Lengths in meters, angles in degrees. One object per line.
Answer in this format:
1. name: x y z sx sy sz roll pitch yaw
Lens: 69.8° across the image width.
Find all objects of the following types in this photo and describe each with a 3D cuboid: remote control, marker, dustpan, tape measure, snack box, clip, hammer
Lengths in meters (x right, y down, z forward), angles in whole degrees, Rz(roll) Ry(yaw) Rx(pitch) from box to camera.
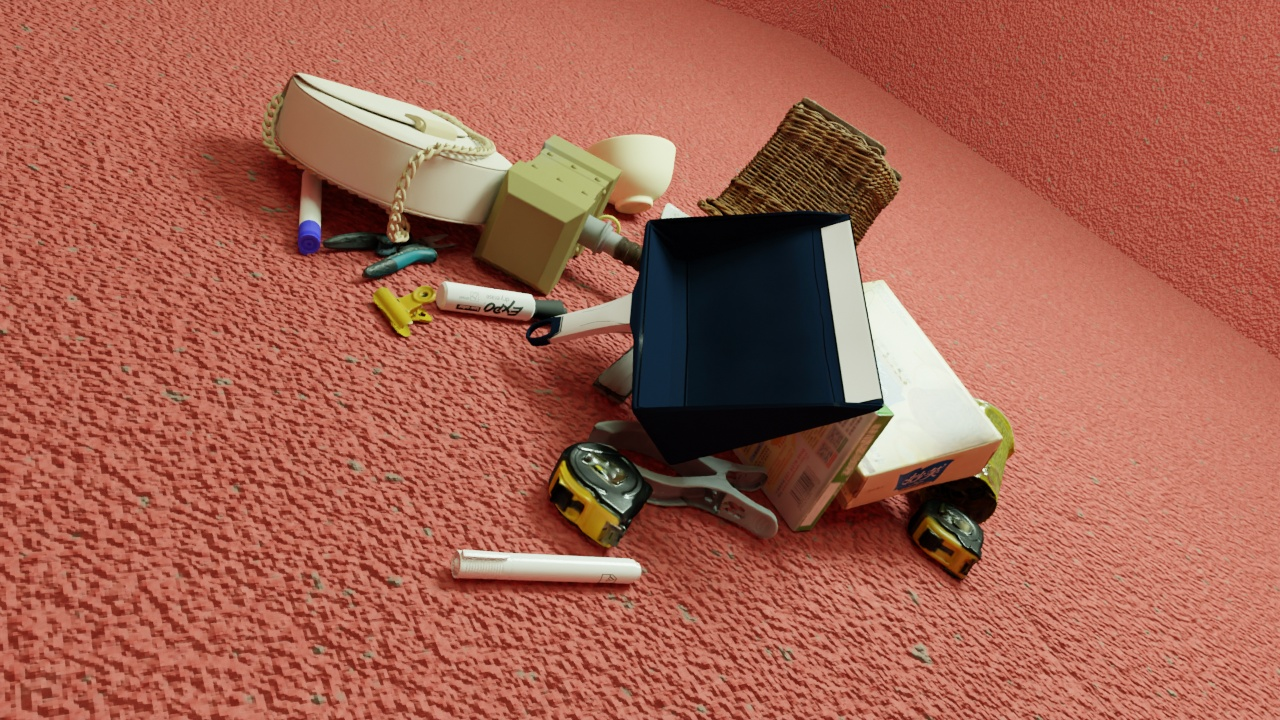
1. remote control: -0.005 0.005 0.863 0.033 0.013 0.136 30 30 8
2. marker: -0.057 0.134 0.597 0.133 0.020 0.017 10 37 -29
3. marker: -0.124 -0.052 0.844 0.125 0.025 0.025 7 34 -33
4. marker: -0.304 -0.140 0.844 0.020 0.020 0.141 12 31 -26
5. dustpan: 0.041 -0.036 0.760 0.080 0.274 0.235 55 27 -39
6. tape measure: -0.030 0.093 0.667 0.072 0.042 0.071 30 32 11
7. snack box: 0.205 0.023 0.841 0.153 0.055 0.207 -11 53 -23
8. snack box: 0.126 0.041 0.789 0.027 0.132 0.168 4 36 -37
9. tape measure: 0.278 0.154 0.830 0.062 0.038 0.067 34 30 13
10. clip: 0.035 0.083 0.753 0.163 0.028 0.107 23 29 -9
11. clip: -0.196 -0.041 0.778 0.046 0.035 0.053 -22 51 -32
12. hammer: 0.012 -0.099 0.962 0.325 0.101 0.189 28 28 -1

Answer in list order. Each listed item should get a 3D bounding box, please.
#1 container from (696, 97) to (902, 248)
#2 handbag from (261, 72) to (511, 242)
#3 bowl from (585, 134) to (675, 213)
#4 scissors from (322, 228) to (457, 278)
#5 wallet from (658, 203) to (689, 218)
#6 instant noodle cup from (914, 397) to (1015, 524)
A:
1. container: 0.215 -0.204 1.156 0.162 0.183 0.249 39 13 16
2. handbag: -0.241 -0.199 0.908 0.209 0.103 0.210 32 17 26
3. bowl: -0.011 -0.231 1.175 0.117 0.118 0.074 2 79 -38
4. scissors: -0.228 -0.104 0.850 0.149 0.019 0.122 12 31 -30
5. wallet: 0.070 -0.145 1.163 0.116 0.032 0.086 29 37 -6
6. instant noodle cup: 0.313 0.104 0.896 0.102 0.102 0.108 28 37 2
